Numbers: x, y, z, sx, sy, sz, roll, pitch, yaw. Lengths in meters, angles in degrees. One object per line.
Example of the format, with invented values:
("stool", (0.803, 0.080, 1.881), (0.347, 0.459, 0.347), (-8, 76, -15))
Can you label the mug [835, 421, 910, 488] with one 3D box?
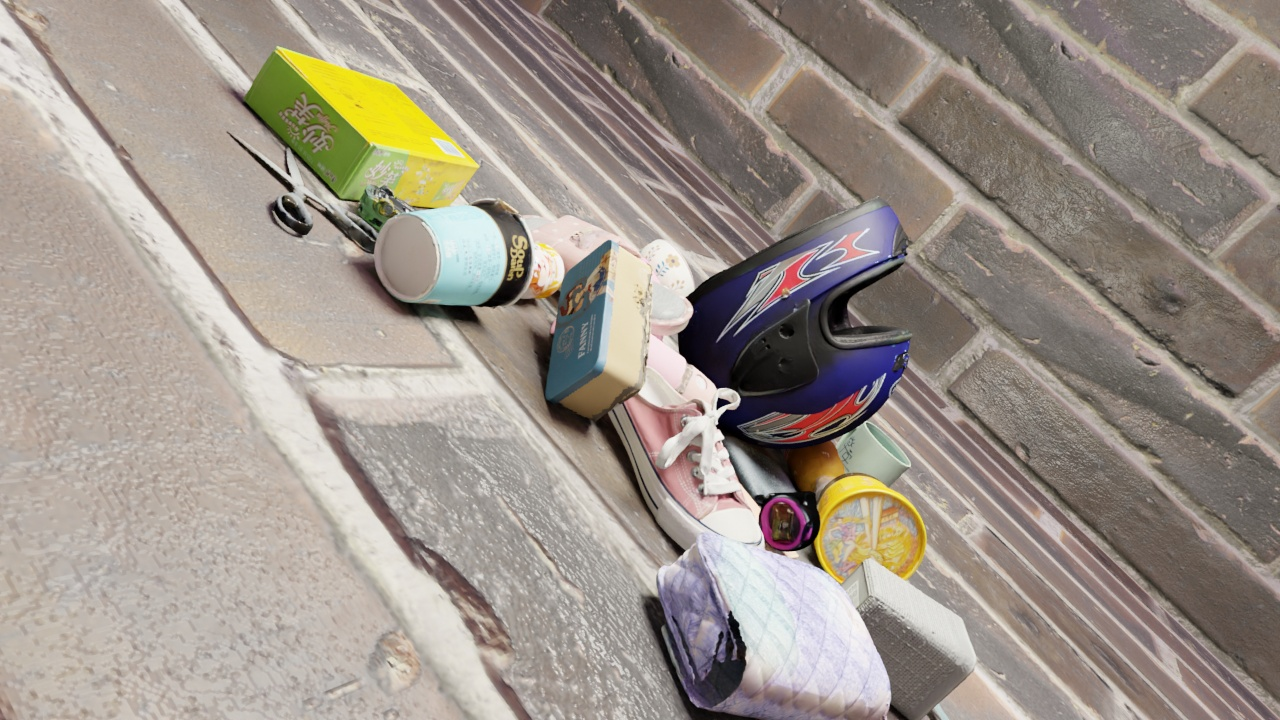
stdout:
("mug", (0.291, 0.140, 1.237), (0.082, 0.106, 0.111), (32, 20, -25))

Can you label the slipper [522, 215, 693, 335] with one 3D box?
("slipper", (-0.053, -0.116, 1.098), (0.274, 0.055, 0.113), (34, 41, 25))

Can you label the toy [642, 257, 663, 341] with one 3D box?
("toy", (-0.019, -0.086, 1.186), (0.178, 0.075, 0.194), (0, 44, -46))

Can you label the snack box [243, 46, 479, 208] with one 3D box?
("snack box", (-0.294, -0.245, 0.996), (0.157, 0.070, 0.209), (44, 18, 10))

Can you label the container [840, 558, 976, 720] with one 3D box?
("container", (0.239, 0.261, 0.874), (0.114, 0.090, 0.090), (37, 17, -3))

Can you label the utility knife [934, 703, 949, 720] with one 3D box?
("utility knife", (0.272, 0.307, 0.953), (0.029, 0.013, 0.196), (31, 17, -32))

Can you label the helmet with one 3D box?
("helmet", (0.207, -0.024, 1.121), (0.240, 0.316, 0.246), (63, 19, 3))

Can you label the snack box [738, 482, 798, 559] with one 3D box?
("snack box", (0.086, 0.147, 0.925), (0.157, 0.026, 0.084), (50, 20, 28))

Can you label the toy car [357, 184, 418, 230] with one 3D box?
("toy car", (-0.238, -0.140, 0.916), (0.091, 0.036, 0.043), (31, 19, -27))

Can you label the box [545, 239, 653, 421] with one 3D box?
("box", (-0.039, -0.026, 0.900), (0.064, 0.090, 0.183), (31, 43, -28))

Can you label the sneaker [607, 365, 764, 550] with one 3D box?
("sneaker", (0.047, 0.083, 0.854), (0.118, 0.088, 0.241), (1, 44, -39))

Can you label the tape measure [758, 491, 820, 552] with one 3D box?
("tape measure", (0.142, 0.154, 0.880), (0.039, 0.057, 0.058), (4, 83, -56))

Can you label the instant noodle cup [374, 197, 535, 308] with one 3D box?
("instant noodle cup", (-0.177, -0.098, 0.848), (0.111, 0.111, 0.120), (47, 26, 17))

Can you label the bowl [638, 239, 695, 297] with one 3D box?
("bowl", (0.022, -0.110, 1.318), (0.062, 0.114, 0.113), (-28, 62, -25))

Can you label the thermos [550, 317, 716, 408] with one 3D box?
("thermos", (-0.006, 0.006, 1.021), (0.198, 0.067, 0.087), (37, 43, -16))

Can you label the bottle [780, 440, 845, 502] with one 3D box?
("bottle", (0.223, 0.125, 1.196), (0.068, 0.068, 0.189), (35, 19, -20))

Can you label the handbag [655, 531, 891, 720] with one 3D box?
("handbag", (0.103, 0.218, 0.716), (0.193, 0.076, 0.134), (26, 27, -37))

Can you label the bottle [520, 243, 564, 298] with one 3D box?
("bottle", (-0.130, -0.099, 1.004), (0.063, 0.063, 0.108), (45, 18, 13))

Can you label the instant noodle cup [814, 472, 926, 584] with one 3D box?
("instant noodle cup", (0.252, 0.187, 1.045), (0.118, 0.118, 0.114), (40, 9, -3))

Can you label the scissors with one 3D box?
("scissors", (-0.309, -0.156, 0.847), (0.159, 0.014, 0.181), (31, 19, -29))

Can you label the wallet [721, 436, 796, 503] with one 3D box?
("wallet", (0.150, 0.143, 1.087), (0.120, 0.019, 0.097), (28, 24, -40))
